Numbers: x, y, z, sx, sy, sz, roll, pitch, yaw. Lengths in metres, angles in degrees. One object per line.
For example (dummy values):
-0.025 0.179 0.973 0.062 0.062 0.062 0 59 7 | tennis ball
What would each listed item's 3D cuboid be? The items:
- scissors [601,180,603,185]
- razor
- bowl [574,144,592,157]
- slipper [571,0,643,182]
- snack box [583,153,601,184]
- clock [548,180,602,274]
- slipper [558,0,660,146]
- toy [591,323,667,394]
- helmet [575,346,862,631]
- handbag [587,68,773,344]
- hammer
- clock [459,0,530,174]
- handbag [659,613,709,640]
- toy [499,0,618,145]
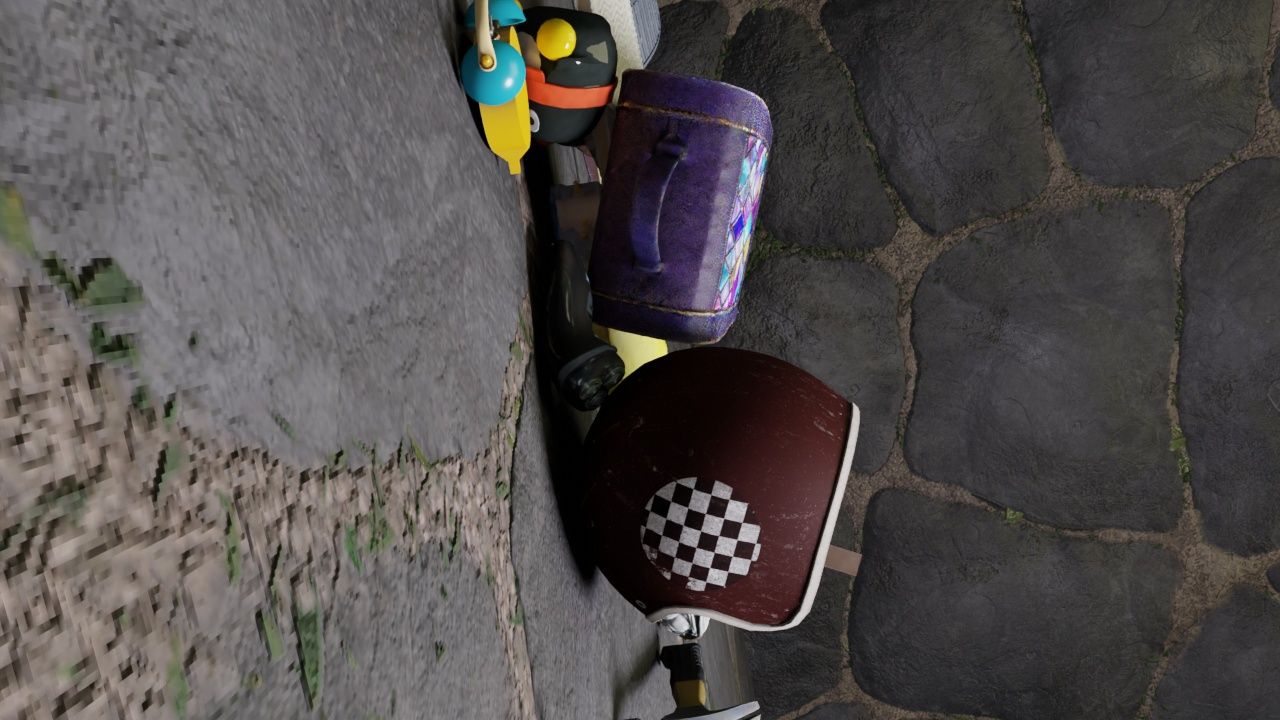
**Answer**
-0.044 -0.189 1.088 0.199 0.015 0.180 -102 -161 -56 | scissors
-0.048 -0.031 0.720 0.053 0.064 0.140 68 14 -67 | razor
-0.074 -0.285 1.038 0.119 0.032 0.119 -9 89 -84 | bowl
-0.035 -0.267 0.835 0.114 0.052 0.263 -60 149 -47 | slipper
-0.057 -0.293 1.206 0.100 0.032 0.186 -93 171 -48 | snack box
-0.054 -0.124 0.890 0.125 0.052 0.088 65 15 -78 | clock
-0.058 -0.304 0.938 0.262 0.083 0.101 -60 146 -41 | slipper
-0.006 0.006 0.962 0.214 0.084 0.148 68 5 -55 | toy
0.076 0.107 0.744 0.232 0.253 0.234 -56 160 -63 | helmet
0.031 -0.129 0.789 0.221 0.125 0.205 -26 128 -74 | handbag
0.046 0.317 0.894 0.333 0.118 0.025 73 10 -82 | hammer
-0.099 -0.202 0.646 0.130 0.044 0.099 84 1 -53 | clock
0.079 0.222 1.099 0.194 0.072 0.139 -59 148 -35 | handbag
-0.068 -0.225 0.744 0.099 0.097 0.119 -21 135 -42 | toy
